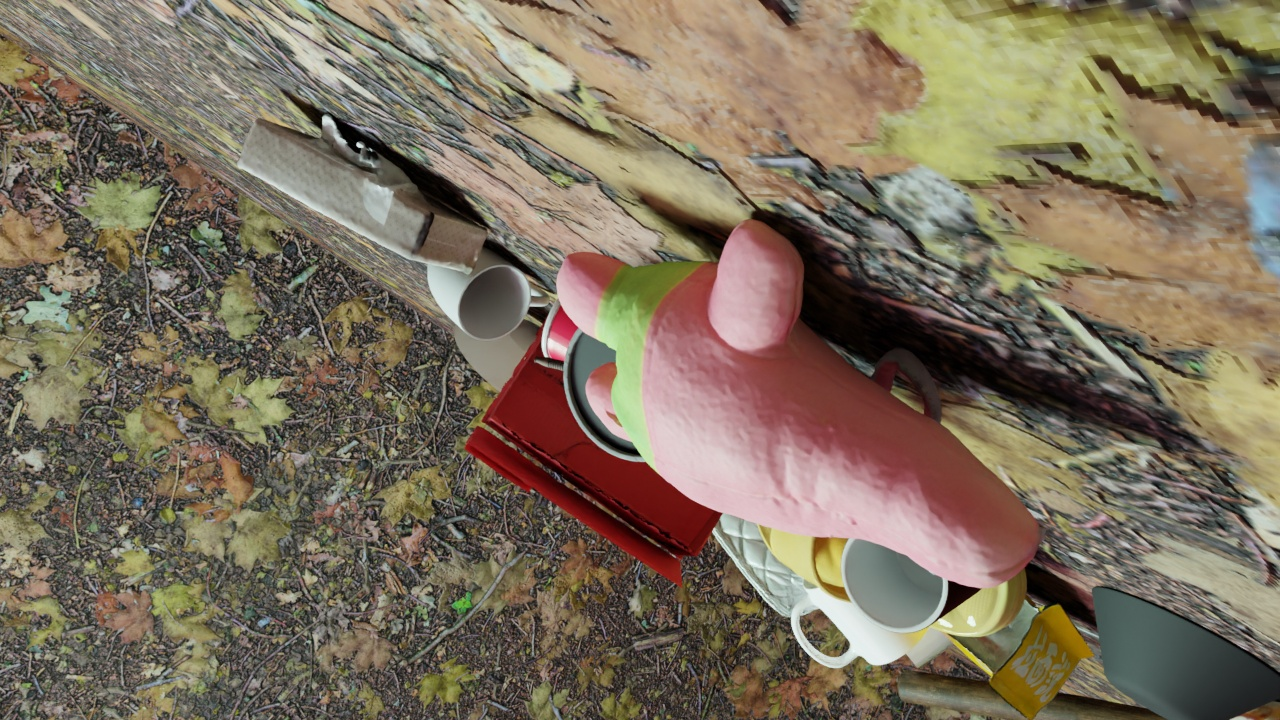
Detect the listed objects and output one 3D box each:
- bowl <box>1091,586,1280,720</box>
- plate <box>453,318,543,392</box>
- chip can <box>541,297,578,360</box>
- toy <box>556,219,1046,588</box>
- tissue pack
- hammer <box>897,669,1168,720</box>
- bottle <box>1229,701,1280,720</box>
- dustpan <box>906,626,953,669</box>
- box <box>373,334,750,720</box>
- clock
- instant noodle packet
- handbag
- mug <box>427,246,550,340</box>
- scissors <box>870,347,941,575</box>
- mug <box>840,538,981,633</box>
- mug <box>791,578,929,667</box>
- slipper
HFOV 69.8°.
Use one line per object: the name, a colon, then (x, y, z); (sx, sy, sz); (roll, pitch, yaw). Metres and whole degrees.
bowl: (0.350, 0.207, 0.608); (0.124, 0.052, 0.124); (32, 172, 4)
plate: (-0.122, -0.005, 1.017); (0.174, 0.036, 0.173); (34, -162, -13)
chip can: (0.043, 0.020, 0.596); (0.221, 0.069, 0.069); (29, 172, 21)
toy: (0.063, 0.025, 0.409); (0.237, 0.096, 0.192); (27, 151, 36)
tissue pack: (-0.212, -0.135, 0.711); (0.181, 0.071, 0.103); (32, -172, 18)
hammer: (0.400, 0.332, 0.848); (0.301, 0.037, 0.217); (-5, 149, 38)
bottle: (0.420, 0.259, 0.614); (0.063, 0.063, 0.109); (36, 171, -26)
dustpan: (0.228, 0.199, 0.966); (0.257, 0.053, 0.191); (52, -178, 13)
box: (-0.023, 0.094, 0.656); (0.213, 0.148, 0.373); (35, -162, -6)
clock: (0.015, 0.019, 0.538); (0.148, 0.104, 0.056); (46, -149, 14)
instant noodle packet: (0.265, 0.188, 0.798); (0.163, 0.084, 0.221); (40, -176, -46)
handbag: (0.131, 0.176, 0.979); (0.195, 0.072, 0.138); (52, -169, 26)
mug: (-0.137, -0.068, 0.827); (0.107, 0.071, 0.089); (2, -155, -41)
scissors: (0.100, 0.033, 0.478); (0.175, 0.013, 0.171); (45, 157, 28)
mug: (0.180, 0.121, 0.619); (0.082, 0.073, 0.105); (-5, -116, -50)
mug: (0.190, 0.226, 0.830); (0.090, 0.110, 0.073); (49, -173, -3)
slipper: (0.170, 0.143, 0.727); (0.078, 0.099, 0.264); (9, -177, -37)
